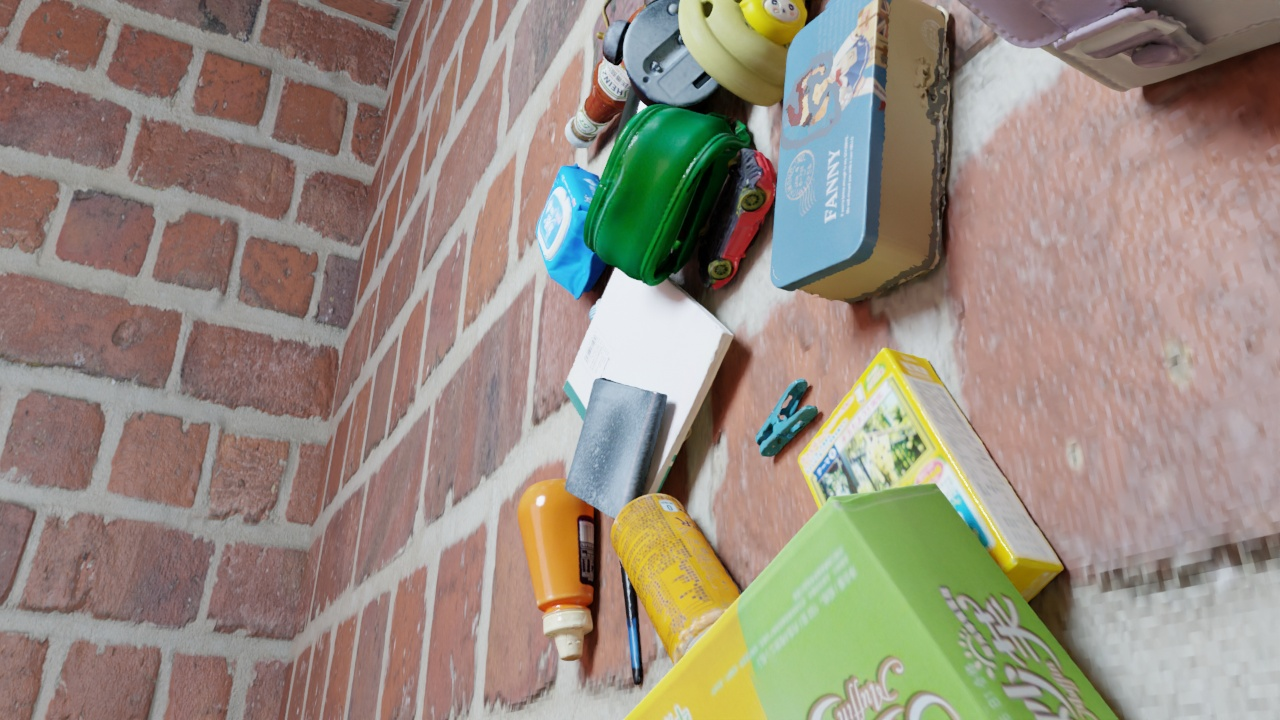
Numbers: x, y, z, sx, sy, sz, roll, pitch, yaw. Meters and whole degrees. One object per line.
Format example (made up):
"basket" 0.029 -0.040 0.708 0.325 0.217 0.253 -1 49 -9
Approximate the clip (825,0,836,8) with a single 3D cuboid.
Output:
"clip" 0.145 -0.243 0.586 0.058 0.045 0.027 -53 29 25

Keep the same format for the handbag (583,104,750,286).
"handbag" 0.021 -0.127 0.694 0.120 0.068 0.132 -34 -26 -57

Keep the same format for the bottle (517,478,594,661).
"bottle" -0.066 0.178 0.777 0.067 0.066 0.149 -45 46 48

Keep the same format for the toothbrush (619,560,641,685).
"toothbrush" -0.014 0.160 0.722 0.014 0.016 0.189 120 150 -48

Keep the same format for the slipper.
"slipper" 0.081 -0.273 0.659 0.082 0.091 0.190 -40 40 49

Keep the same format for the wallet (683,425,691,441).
"wallet" 0.009 0.025 0.733 0.088 0.024 0.115 -50 36 46

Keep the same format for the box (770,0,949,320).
"box" 0.124 -0.115 0.520 0.090 0.059 0.184 -25 53 60

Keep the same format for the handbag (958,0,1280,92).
"handbag" 0.198 -0.163 0.283 0.197 0.145 0.098 -6 70 65

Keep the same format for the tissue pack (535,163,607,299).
"tissue pack" -0.068 -0.135 0.943 0.095 0.052 0.157 -64 27 25

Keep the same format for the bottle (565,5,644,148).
"bottle" -0.024 -0.273 0.914 0.207 0.059 0.059 -31 50 60

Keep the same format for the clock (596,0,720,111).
"clock" 0.020 -0.243 0.714 0.082 0.122 0.055 -41 2 3

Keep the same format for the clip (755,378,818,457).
"clip" 0.089 0.038 0.568 0.056 0.013 0.039 -55 31 36

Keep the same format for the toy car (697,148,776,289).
"toy car" 0.068 -0.098 0.661 0.049 0.031 0.107 -100 26 -46

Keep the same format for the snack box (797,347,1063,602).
"snack box" 0.130 0.070 0.442 0.087 0.033 0.140 -60 31 31

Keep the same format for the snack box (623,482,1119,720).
"snack box" 0.086 0.175 0.384 0.157 0.069 0.211 59 133 32

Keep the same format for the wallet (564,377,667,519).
"wallet" -0.021 0.065 0.703 0.121 0.019 0.097 11 84 64

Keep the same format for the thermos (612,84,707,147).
"thermos" 0.038 -0.266 0.786 0.090 0.068 0.242 -14 -59 -85

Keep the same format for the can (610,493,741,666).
"can" 0.028 0.145 0.588 0.058 0.058 0.146 -69 26 16

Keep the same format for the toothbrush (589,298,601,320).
"toothbrush" -0.026 0.027 0.801 0.026 0.026 0.220 -34 44 26

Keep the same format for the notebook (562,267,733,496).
"notebook" -0.004 0.004 0.731 0.150 0.012 0.209 -65 29 16
